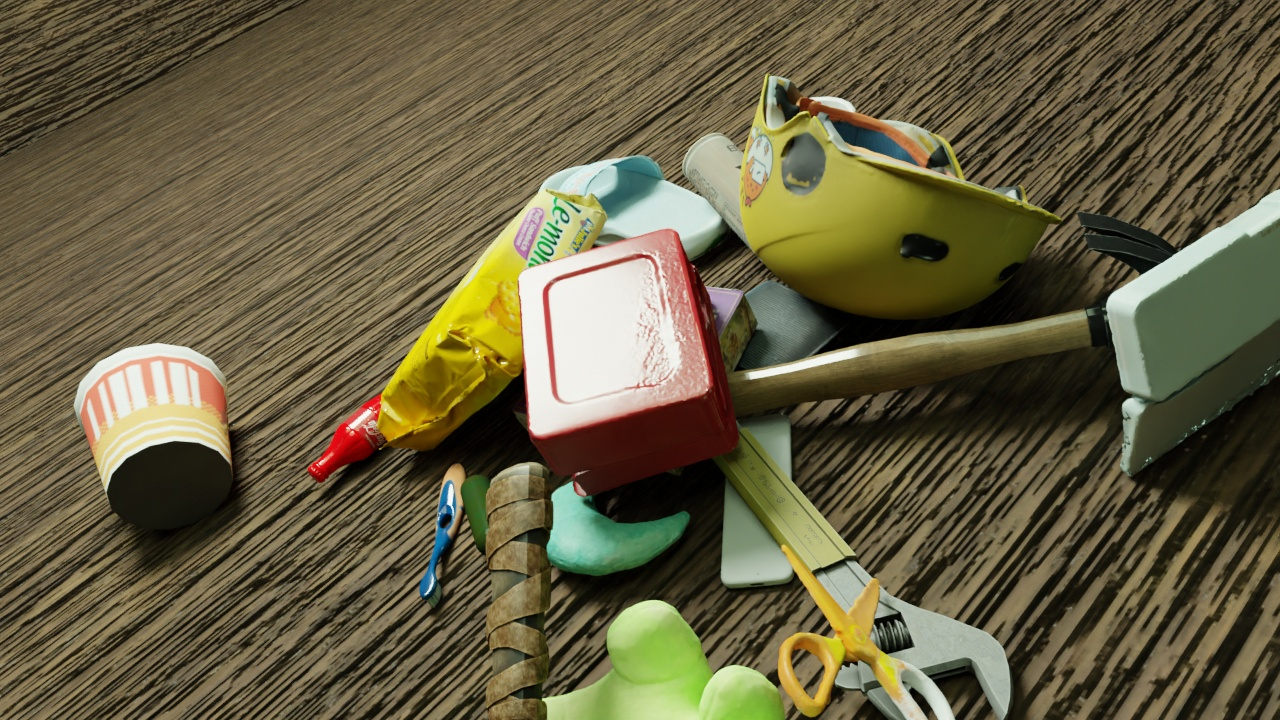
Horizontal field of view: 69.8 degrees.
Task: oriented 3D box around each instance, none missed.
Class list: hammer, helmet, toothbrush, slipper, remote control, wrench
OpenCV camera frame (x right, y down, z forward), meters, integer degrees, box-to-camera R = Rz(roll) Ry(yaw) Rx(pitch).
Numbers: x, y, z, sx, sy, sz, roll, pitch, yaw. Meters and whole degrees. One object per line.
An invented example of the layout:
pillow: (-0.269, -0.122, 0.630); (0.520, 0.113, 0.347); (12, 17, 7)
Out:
hammer: (-0.054, 0.196, 0.395); (0.122, 0.049, 0.318); (-31, 50, 38)
helmet: (0.171, -0.097, 0.676); (0.209, 0.140, 0.240); (10, 27, -28)
toothbrush: (-0.144, 0.125, 0.675); (0.021, 0.017, 0.134); (-11, 35, 7)
slipper: (-0.012, -0.163, 0.920); (0.103, 0.074, 0.245); (-39, 42, -23)
remote control: (0.079, 0.090, 0.614); (0.045, 0.008, 0.146); (-9, 38, 15)
hammer: (0.189, -0.006, 0.600); (0.306, 0.132, 0.040); (-12, 36, 22)
wrench: (0.109, 0.112, 0.550); (0.083, 0.018, 0.273); (-23, 40, -12)

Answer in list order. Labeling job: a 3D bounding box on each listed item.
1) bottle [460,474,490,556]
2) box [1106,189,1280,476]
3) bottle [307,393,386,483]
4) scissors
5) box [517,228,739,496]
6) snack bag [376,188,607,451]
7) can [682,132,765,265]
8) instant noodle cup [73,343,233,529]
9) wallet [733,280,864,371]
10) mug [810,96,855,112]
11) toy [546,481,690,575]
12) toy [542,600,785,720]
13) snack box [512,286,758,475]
bottle: (-0.107, 0.120, 0.651); (0.025, 0.025, 0.106); (-26, 37, -6)
box: (0.350, -0.027, 0.521); (0.197, 0.135, 0.041); (-29, 29, -10)
bottle: (-0.232, 0.058, 0.780); (0.036, 0.036, 0.118); (17, 52, 40)
scissors: (0.110, 0.144, 0.455); (0.128, 0.011, 0.125); (38, 30, 10)
box: (-0.011, -0.002, 0.628); (0.129, 0.093, 0.157); (-17, 48, 8)
snack bag: (-0.125, -0.040, 0.768); (0.160, 0.068, 0.246); (-35, 21, 43)
can: (0.096, -0.145, 0.827); (0.054, 0.054, 0.135); (-29, 59, -11)
instant noodle cup: (-0.413, 0.071, 0.794); (0.123, 0.123, 0.121); (-30, 45, -12)
wallet: (0.104, -0.019, 0.723); (0.089, 0.026, 0.115); (-37, 39, -18)
mug: (0.149, -0.185, 0.856); (0.090, 0.090, 0.121); (-38, 40, -22)
toy: (-0.026, 0.113, 0.619); (0.105, 0.033, 0.084); (20, 41, 42)
toy: (0.025, 0.212, 0.413); (0.150, 0.107, 0.197); (-43, 47, 3)
snack box: (-0.004, 0.004, 0.710); (0.144, 0.040, 0.147); (11, 59, 36)
